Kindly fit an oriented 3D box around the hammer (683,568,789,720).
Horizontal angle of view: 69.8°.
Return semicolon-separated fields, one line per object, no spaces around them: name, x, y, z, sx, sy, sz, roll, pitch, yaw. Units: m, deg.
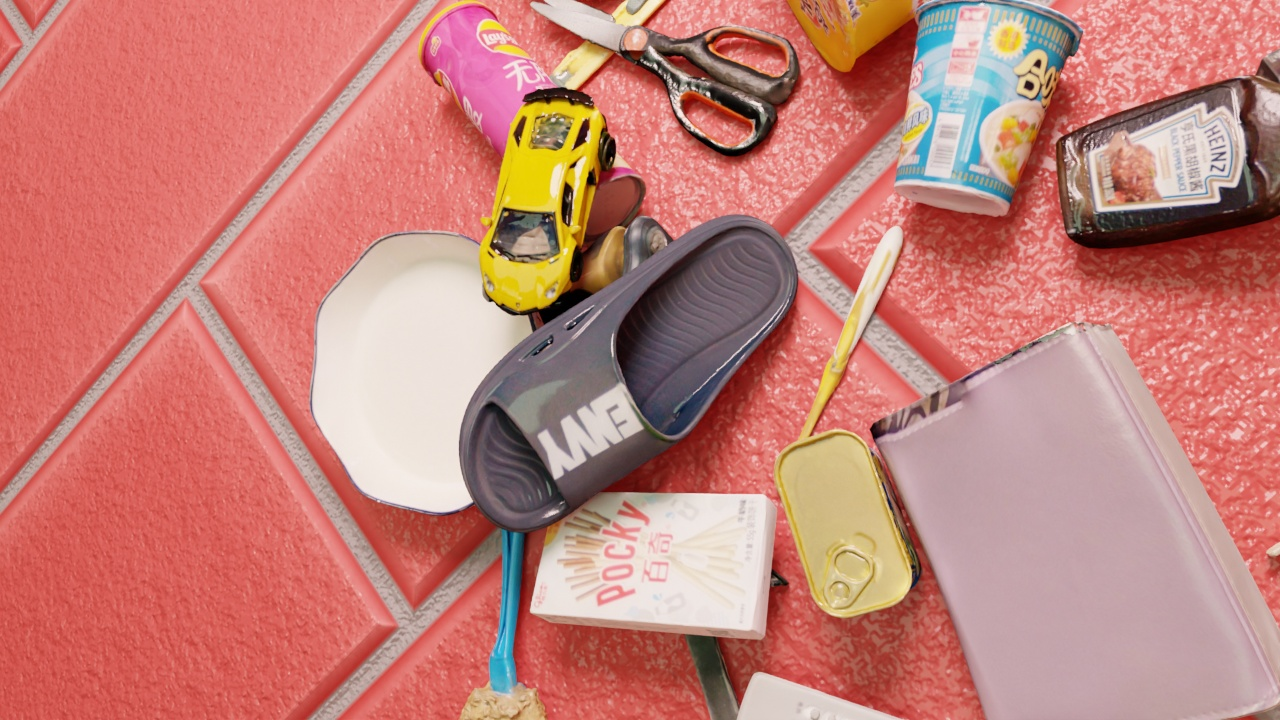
hammer;0.070;0.266;0.572;0.126;0.032;0.323;-24;72;18

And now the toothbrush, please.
toothbrush;0.129;-0.002;0.601;0.016;0.018;0.191;25;91;23

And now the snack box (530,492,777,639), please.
snack box;0.007;0.129;0.590;0.157;0.027;0.084;-4;62;27

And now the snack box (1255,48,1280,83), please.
snack box;0.421;-0.135;0.490;0.113;0.053;0.125;-28;66;16

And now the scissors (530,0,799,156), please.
scissors;0.001;-0.218;0.682;0.235;0.021;0.142;8;87;19

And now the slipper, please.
slipper;-0.003;0.003;0.579;0.268;0.083;0.110;-40;100;-6

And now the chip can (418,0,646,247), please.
chip can;-0.084;-0.181;0.692;0.071;0.071;0.210;-43;68;10

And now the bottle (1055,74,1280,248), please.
bottle;0.328;-0.113;0.487;0.195;0.044;0.079;-11;77;43

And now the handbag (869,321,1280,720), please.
handbag;0.228;0.097;0.499;0.145;0.098;0.197;-30;71;32

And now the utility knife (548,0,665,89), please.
utility knife;0.004;-0.280;0.708;0.211;0.022;0.031;-42;73;6

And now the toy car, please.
toy car;-0.063;-0.105;0.604;0.071;0.041;0.155;9;76;16

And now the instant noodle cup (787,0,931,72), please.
instant noodle cup;0.148;-0.273;0.584;0.110;0.138;0.138;-28;71;7

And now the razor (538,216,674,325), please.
razor;-0.049;-0.048;0.666;0.168;0.062;0.067;-23;49;23

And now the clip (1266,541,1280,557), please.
clip;0.384;0.087;0.474;0.100;0.034;0.071;-47;67;18

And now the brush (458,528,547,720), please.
brush;-0.095;0.193;0.654;0.083;0.046;0.254;-7;74;25

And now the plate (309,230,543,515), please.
plate;-0.150;0.009;0.669;0.205;0.045;0.205;1;92;25

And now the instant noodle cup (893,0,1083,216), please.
instant noodle cup;0.203;-0.150;0.560;0.099;0.099;0.110;16;94;24

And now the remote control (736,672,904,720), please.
remote control;0.129;0.233;0.536;0.150;0.021;0.058;16;80;9

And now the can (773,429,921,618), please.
can;0.127;0.097;0.549;0.057;0.083;0.102;-22;73;18
